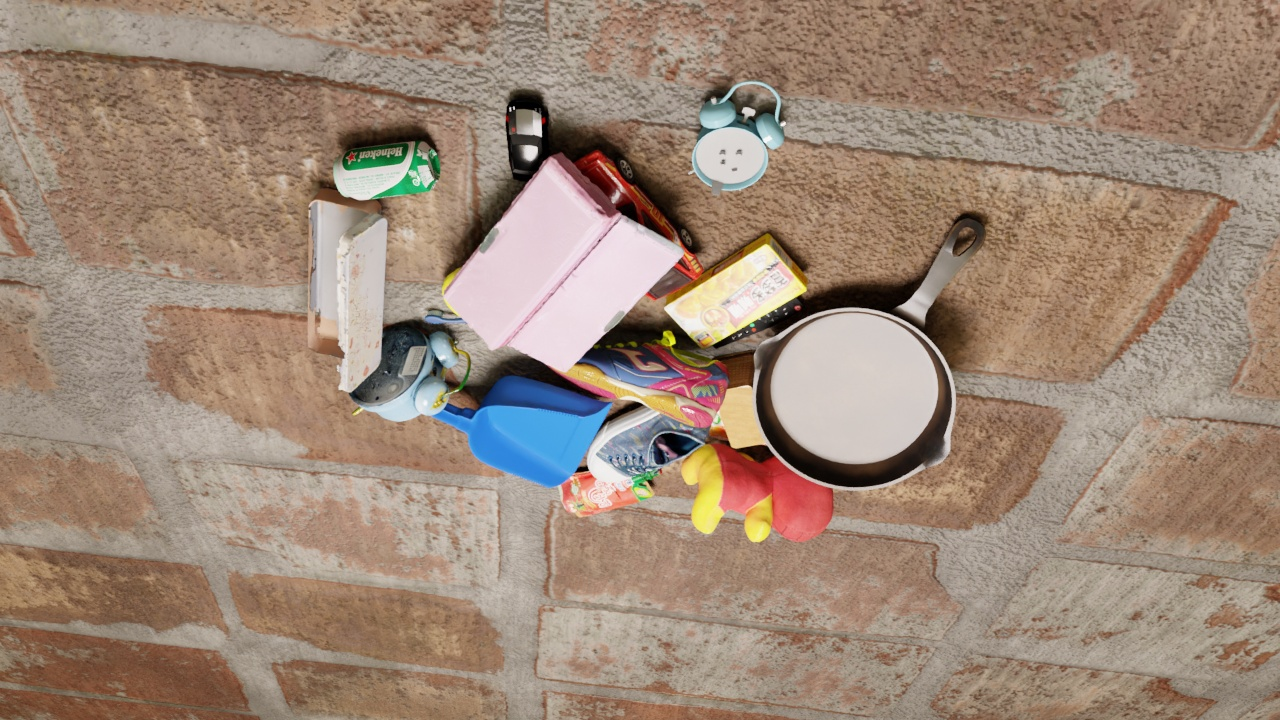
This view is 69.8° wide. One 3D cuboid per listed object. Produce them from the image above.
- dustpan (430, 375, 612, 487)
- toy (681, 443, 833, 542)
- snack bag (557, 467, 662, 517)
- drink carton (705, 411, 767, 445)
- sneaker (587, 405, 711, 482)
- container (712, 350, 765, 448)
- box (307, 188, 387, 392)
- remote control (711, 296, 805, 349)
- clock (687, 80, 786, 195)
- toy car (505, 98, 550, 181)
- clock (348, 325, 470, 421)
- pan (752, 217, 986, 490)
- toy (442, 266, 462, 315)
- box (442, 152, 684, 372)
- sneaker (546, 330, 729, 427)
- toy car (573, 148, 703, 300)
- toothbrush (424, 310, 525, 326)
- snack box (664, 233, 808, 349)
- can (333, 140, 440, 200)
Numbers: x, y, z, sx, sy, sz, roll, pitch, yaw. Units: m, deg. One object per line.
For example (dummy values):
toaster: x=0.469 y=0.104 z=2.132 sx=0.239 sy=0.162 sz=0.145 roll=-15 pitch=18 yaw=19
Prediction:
dustpan: x=-0.190 y=0.074 z=1.200 sx=0.257 sy=0.059 sz=0.246 roll=25 pitch=147 yaw=-3
toy: x=0.166 y=0.174 z=1.223 sx=0.216 sy=0.147 sz=0.099 roll=9 pitch=137 yaw=-20
snack bag: x=-0.040 y=0.180 z=1.332 sx=0.155 sy=0.044 sz=0.087 roll=-20 pitch=121 yaw=17
drink carton: x=0.142 y=0.089 z=1.220 sx=0.122 sy=0.038 sz=0.069 roll=6 pitch=136 yaw=9
sneaker: x=0.006 y=0.114 z=1.201 sx=0.087 sy=0.079 sz=0.236 roll=31 pitch=135 yaw=-24
container: x=0.128 y=0.054 z=1.144 sx=0.063 sy=0.061 sz=0.114 roll=-12 pitch=120 yaw=18
box: x=-0.341 y=-0.083 z=1.044 sx=0.107 sy=0.094 sz=0.217 roll=30 pitch=130 yaw=17
remote control: x=0.133 y=-0.048 z=1.090 sx=0.125 sy=0.010 sz=0.039 roll=-27 pitch=127 yaw=30
clock: x=0.095 y=-0.218 z=0.897 sx=0.087 sy=0.041 sz=0.123 roll=16 pitch=137 yaw=-10
toy car: x=-0.114 y=-0.219 z=0.923 sx=0.042 sy=0.036 sz=0.092 roll=4 pitch=136 yaw=2
clock: x=-0.284 y=0.017 z=1.129 sx=0.162 sy=0.117 sz=0.060 roll=-4 pitch=147 yaw=23
pan: x=0.277 y=-0.010 z=1.049 sx=0.249 sy=0.043 sz=0.357 roll=30 pitch=115 yaw=2
toy: x=-0.185 y=-0.075 z=1.076 sx=0.095 sy=0.041 sz=0.094 roll=25 pitch=138 yaw=-13
box: x=-0.090 y=-0.086 z=0.974 sx=0.179 sy=0.059 sz=0.234 roll=36 pitch=127 yaw=-13
sneaker: x=-0.007 y=0.007 z=1.112 sx=0.242 sy=0.091 sz=0.116 roll=18 pitch=164 yaw=21
toy car: x=-0.014 y=-0.142 z=0.981 sx=0.082 sy=0.056 sz=0.189 roll=-26 pitch=125 yaw=27
toothbrush: x=-0.197 y=-0.048 z=1.125 sx=0.132 sy=0.016 sz=0.021 roll=6 pitch=137 yaw=-3
snack box: x=0.108 y=-0.076 z=1.046 sx=0.153 sy=0.025 sz=0.075 roll=-31 pitch=116 yaw=32
can: x=-0.261 y=-0.196 z=0.950 sx=0.101 sy=0.053 sz=0.053 roll=-5 pitch=135 yaw=10
